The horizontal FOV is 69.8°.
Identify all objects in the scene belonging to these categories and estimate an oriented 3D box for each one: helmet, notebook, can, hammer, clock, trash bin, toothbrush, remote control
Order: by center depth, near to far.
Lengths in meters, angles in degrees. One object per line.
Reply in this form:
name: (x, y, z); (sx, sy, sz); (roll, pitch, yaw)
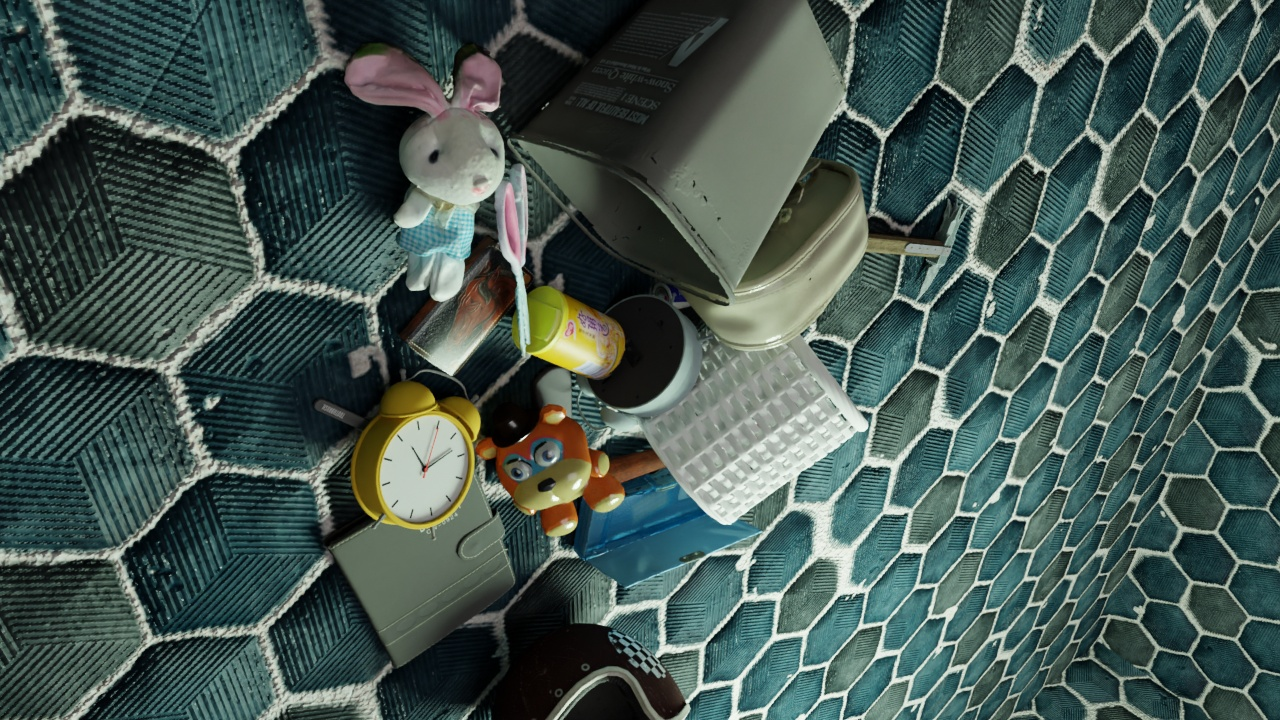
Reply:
trash bin: (0.045, -0.204, 0.804); (0.220, 0.197, 0.197); (-54, 138, -8)
clock: (-0.203, 0.084, 0.849); (0.113, 0.052, 0.151); (25, 76, -48)
toothbrush: (-0.237, 0.069, 0.859); (0.013, 0.013, 0.167); (-54, 136, 0)
can: (-0.070, -0.026, 0.905); (0.105, 0.068, 0.068); (25, 99, -48)
clock: (-0.006, 0.006, 0.947); (0.159, 0.122, 0.045); (-46, 144, 12)
notebook: (-0.219, 0.213, 0.964); (0.169, 0.029, 0.209); (-31, 136, -23)
remote control: (-0.092, 0.057, 0.984); (0.046, 0.009, 0.125); (-25, 132, -28)
can: (0.059, -0.077, 1.013); (0.095, 0.032, 0.032); (-15, 126, -36)
helmet: (-0.059, 0.448, 1.095); (0.234, 0.253, 0.233); (-58, 163, 13)
hammer: (0.082, 0.104, 1.141); (0.300, 0.028, 0.111); (-13, 94, -30)
hammer: (0.314, -0.149, 1.201); (0.316, 0.028, 0.147); (-2, 118, -41)

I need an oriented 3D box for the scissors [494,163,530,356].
scissors: (-0.106, -0.091, 0.824); (0.016, 0.108, 0.179); (-1, 127, 6)

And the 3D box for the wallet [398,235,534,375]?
wallet: (-0.158, -0.050, 0.842); (0.123, 0.019, 0.072); (-50, 143, -3)

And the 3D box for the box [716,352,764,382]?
box: (0.137, -0.060, 1.075); (0.069, 0.064, 0.210); (-8, 121, -37)

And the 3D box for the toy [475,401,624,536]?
toy: (-0.096, 0.107, 0.951); (0.112, 0.096, 0.176); (-30, 116, 9)

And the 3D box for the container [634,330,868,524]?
container: (0.116, 0.051, 1.002); (0.187, 0.189, 0.189); (-38, 140, 9)

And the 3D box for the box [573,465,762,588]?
box: (0.043, 0.198, 1.129); (0.231, 0.110, 0.094); (-12, 125, -37)

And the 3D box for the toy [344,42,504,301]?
toy: (-0.157, -0.137, 0.722); (0.130, 0.106, 0.206); (-10, 122, -35)

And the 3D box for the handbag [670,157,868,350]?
handbag: (0.130, -0.138, 0.926); (0.228, 0.184, 0.132); (-34, 131, -19)
